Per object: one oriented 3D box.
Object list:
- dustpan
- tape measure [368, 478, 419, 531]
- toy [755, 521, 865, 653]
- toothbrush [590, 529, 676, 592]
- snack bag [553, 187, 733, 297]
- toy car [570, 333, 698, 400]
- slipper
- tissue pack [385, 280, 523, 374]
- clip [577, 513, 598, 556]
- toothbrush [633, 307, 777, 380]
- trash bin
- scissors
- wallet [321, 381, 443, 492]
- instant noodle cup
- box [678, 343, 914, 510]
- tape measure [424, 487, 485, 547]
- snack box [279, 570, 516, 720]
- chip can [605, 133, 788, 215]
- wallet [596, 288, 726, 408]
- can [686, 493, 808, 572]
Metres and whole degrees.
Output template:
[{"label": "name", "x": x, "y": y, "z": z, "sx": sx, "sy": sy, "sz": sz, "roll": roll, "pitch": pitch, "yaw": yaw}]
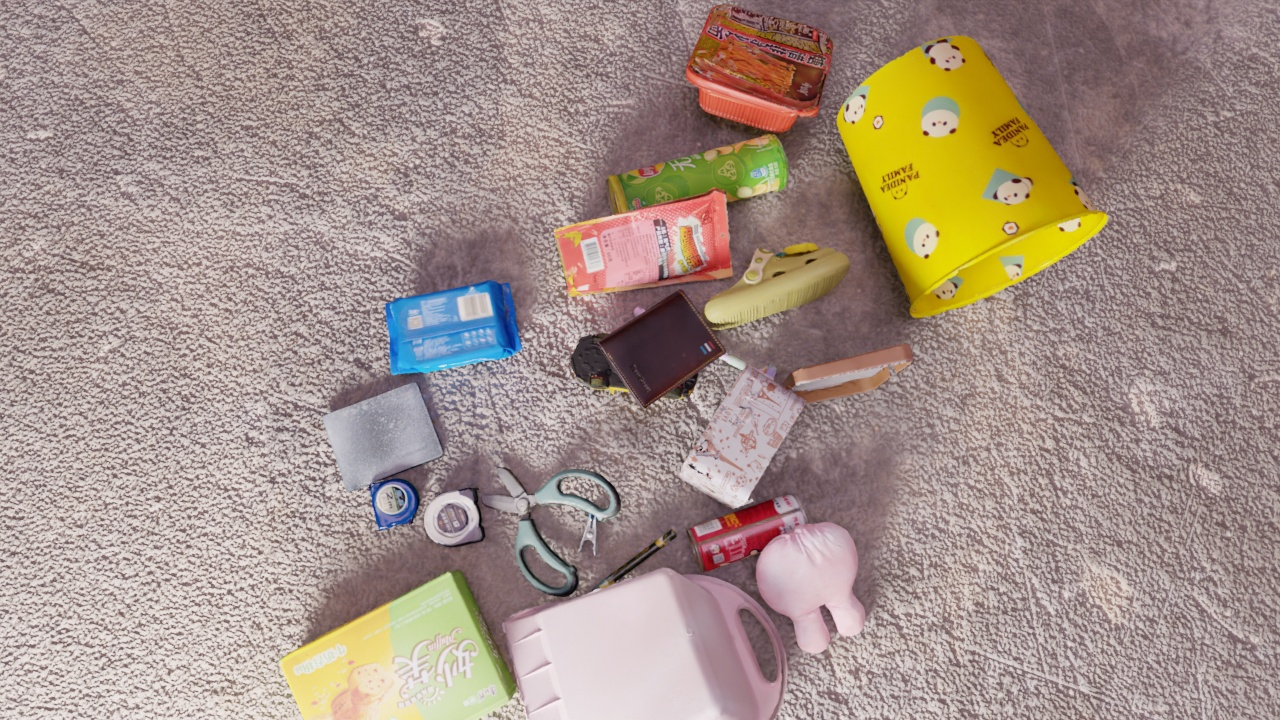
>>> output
[{"label": "dustpan", "x": 0.014, "y": 0.348, "z": 0.999, "sx": 0.274, "sy": 0.139, "sz": 0.222, "roll": -27, "pitch": 55, "yaw": 12}, {"label": "tape measure", "x": -0.285, "y": 0.165, "z": 1.067, "sx": 0.054, "sy": 0.025, "sz": 0.058, "roll": -13, "pitch": 89, "yaw": -5}, {"label": "toy", "x": 0.196, "y": 0.256, "z": 1.039, "sx": 0.121, "sy": 0.054, "sz": 0.159, "roll": -23, "pitch": 108, "yaw": -7}, {"label": "toothbrush", "x": -0.036, "y": 0.252, "z": 1.066, "sx": 0.185, "sy": 0.012, "sz": 0.017, "roll": -35, "pitch": 72, "yaw": -7}, {"label": "snack bag", "x": 0.006, "y": -0.133, "z": 1.093, "sx": 0.208, "sy": 0.129, "sz": 0.073, "roll": -12, "pitch": 44, "yaw": -1}, {"label": "toy car", "x": -0.007, "y": 0.006, "z": 1.096, "sx": 0.156, "sy": 0.041, "sz": 0.071, "roll": 7, "pitch": 76, "yaw": -6}, {"label": "slipper", "x": 0.155, "y": -0.100, "z": 1.100, "sx": 0.190, "sy": 0.092, "sz": 0.081, "roll": -22, "pitch": 78, "yaw": -2}, {"label": "tissue pack", "x": -0.224, "y": -0.037, "z": 1.093, "sx": 0.157, "sy": 0.052, "sz": 0.095, "roll": -11, "pitch": 78, "yaw": -4}, {"label": "clip", "x": -0.056, "y": 0.199, "z": 1.069, "sx": 0.029, "sy": 0.025, "sz": 0.057, "roll": 11, "pitch": 83, "yaw": 4}, {"label": "toothbrush", "x": 0.077, "y": -0.021, "z": 1.116, "sx": 0.189, "sy": 0.029, "sz": 0.021, "roll": 25, "pitch": 116, "yaw": 4}, {"label": "trash bin", "x": 0.365, "y": -0.213, "z": 1.067, "sx": 0.229, "sy": 0.230, "sz": 0.255, "roll": -22, "pitch": 75, "yaw": -6}, {"label": "scissors", "x": -0.109, "y": 0.198, "z": 1.060, "sx": 0.173, "sy": 0.019, "sz": 0.179, "roll": 3, "pitch": 86, "yaw": 13}, {"label": "wallet", "x": -0.304, "y": 0.090, "z": 1.085, "sx": 0.120, "sy": 0.019, "sz": 0.097, "roll": -21, "pitch": 83, "yaw": -7}, {"label": "instant noodle cup", "x": 0.144, "y": -0.351, "z": 1.128, "sx": 0.164, "sy": 0.079, "sz": 0.188, "roll": 18, "pitch": 50, "yaw": 3}, {"label": "box", "x": 0.160, "y": 0.057, "z": 1.025, "sx": 0.273, "sy": 0.179, "sz": 0.124, "roll": -34, "pitch": 80, "yaw": -7}, {"label": "tape measure", "x": -0.216, "y": 0.183, "z": 1.062, "sx": 0.066, "sy": 0.034, "sz": 0.065, "roll": -9, "pitch": 78, "yaw": -6}, {"label": "snack box", "x": -0.264, "y": 0.348, "z": 1.011, "sx": 0.210, "sy": 0.070, "sz": 0.157, "roll": -27, "pitch": 81, "yaw": -6}, {"label": "chip can", "x": 0.072, "y": -0.219, "z": 1.126, "sx": 0.221, "sy": 0.073, "sz": 0.072, "roll": -16, "pitch": 80, "yaw": -5}, {"label": "wallet", "x": 0.025, "y": -0.014, "z": 1.074, "sx": 0.122, "sy": 0.020, "sz": 0.096, "roll": -34, "pitch": 83, "yaw": -10}, {"label": "can", "x": 0.124, "y": 0.198, "z": 1.059, "sx": 0.132, "sy": 0.053, "sz": 0.053, "roll": -18, "pitch": 80, "yaw": -5}]
